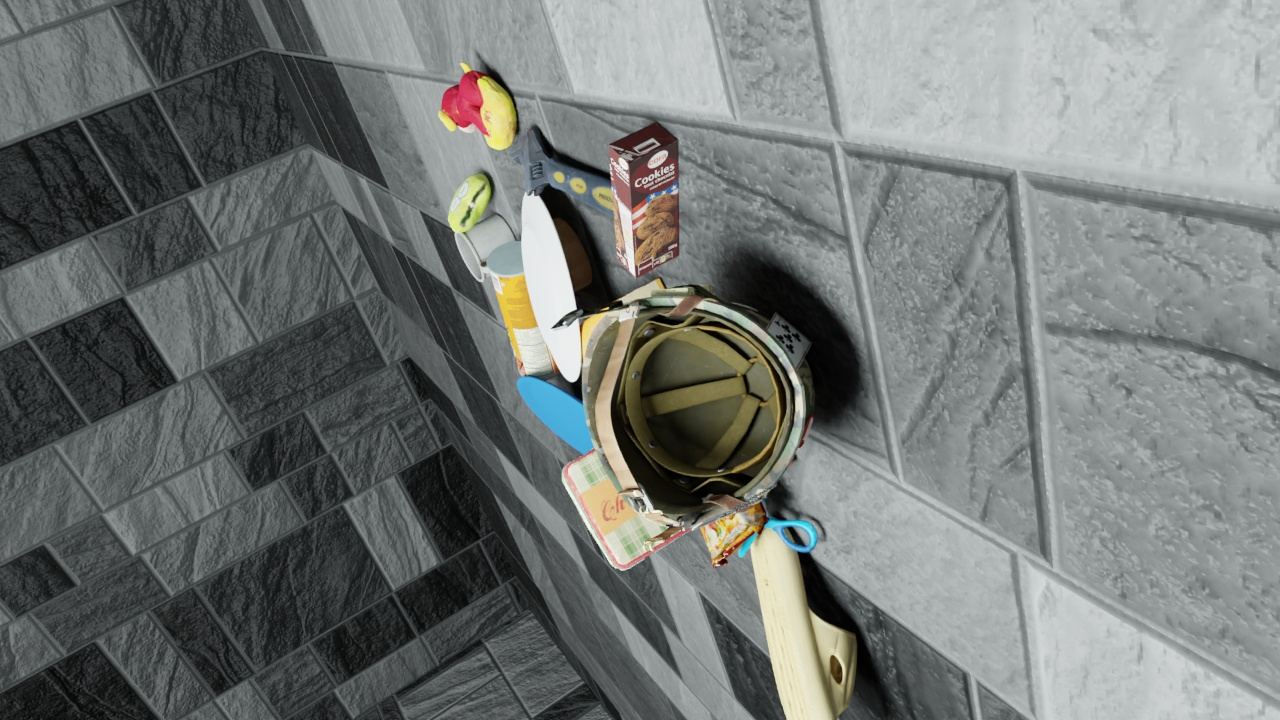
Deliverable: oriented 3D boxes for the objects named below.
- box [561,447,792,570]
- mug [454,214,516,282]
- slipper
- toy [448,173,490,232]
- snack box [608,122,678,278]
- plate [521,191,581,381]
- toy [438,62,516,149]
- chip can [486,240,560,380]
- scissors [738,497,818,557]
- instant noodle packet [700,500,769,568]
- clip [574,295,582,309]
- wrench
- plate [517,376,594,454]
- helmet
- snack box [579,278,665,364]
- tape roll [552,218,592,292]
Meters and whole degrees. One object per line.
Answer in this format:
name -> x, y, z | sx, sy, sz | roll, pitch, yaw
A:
box -> 0.036, 0.104, 0.885 | 0.117, 0.205, 0.050 | 60, 168, 9
mug -> -0.221, -0.163, 1.363 | 0.113, 0.070, 0.084 | 38, 151, 49
slipper -> 0.183, 0.294, 0.989 | 0.111, 0.079, 0.261 | 134, 124, -71
toy -> -0.252, -0.230, 1.339 | 0.046, 0.092, 0.115 | 27, -177, -21
snack box -> 0.005, -0.144, 0.841 | 0.031, 0.051, 0.141 | 49, 158, 32
plate -> -0.119, -0.090, 1.138 | 0.243, 0.016, 0.242 | 166, 90, -74
toy -> -0.200, -0.311, 1.117 | 0.137, 0.067, 0.106 | 25, 137, 47
chip can -> -0.165, -0.068, 1.349 | 0.075, 0.075, 0.215 | 45, 156, 38
scissors -> 0.133, 0.164, 0.951 | 0.134, 0.012, 0.134 | 41, 127, 32
instant noodle packet -> 0.085, 0.140, 0.963 | 0.099, 0.039, 0.135 | 119, 141, -48
clip -> -0.091, -0.076, 1.246 | 0.046, 0.014, 0.050 | 61, 158, -9
wrench -> -0.074, -0.196, 0.994 | 0.273, 0.022, 0.073 | 33, 119, 49
plate -> -0.094, 0.093, 1.410 | 0.224, 0.024, 0.225 | 33, 159, 14
helmet -> 0.037, 0.037, 0.749 | 0.225, 0.235, 0.192 | -12, 92, 55
snack box -> -0.006, 0.006, 1.040 | 0.145, 0.080, 0.196 | 62, 161, -2
tape roll -> -0.098, -0.131, 1.158 | 0.094, 0.027, 0.094 | 50, 159, 28
